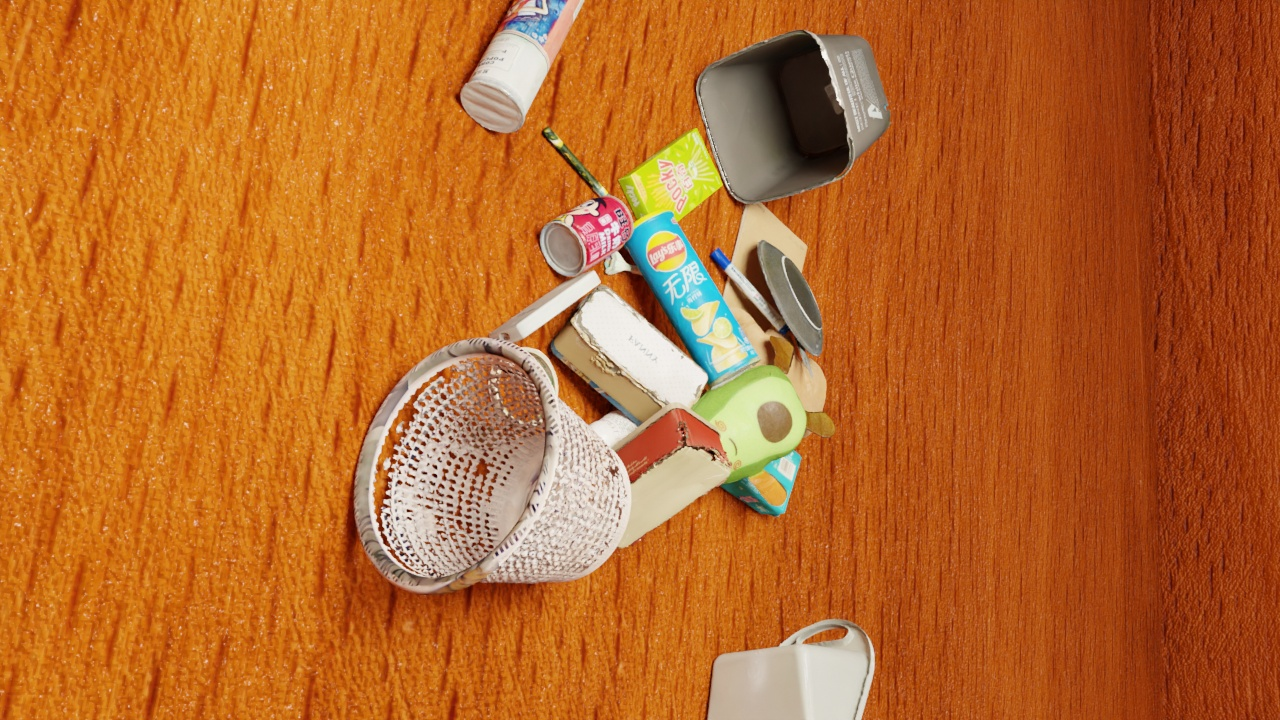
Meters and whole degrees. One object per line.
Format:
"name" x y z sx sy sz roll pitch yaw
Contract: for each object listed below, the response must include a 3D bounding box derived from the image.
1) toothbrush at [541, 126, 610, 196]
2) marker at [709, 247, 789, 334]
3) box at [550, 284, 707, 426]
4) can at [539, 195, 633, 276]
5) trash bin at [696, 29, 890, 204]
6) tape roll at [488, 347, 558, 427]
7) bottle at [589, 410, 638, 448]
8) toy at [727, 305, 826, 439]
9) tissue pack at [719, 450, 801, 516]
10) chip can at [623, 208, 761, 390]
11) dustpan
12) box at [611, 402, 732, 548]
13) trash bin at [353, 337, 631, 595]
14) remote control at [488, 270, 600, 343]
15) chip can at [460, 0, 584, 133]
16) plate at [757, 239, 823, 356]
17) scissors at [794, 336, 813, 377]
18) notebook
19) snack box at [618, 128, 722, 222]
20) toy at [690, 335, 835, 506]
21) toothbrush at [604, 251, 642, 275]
"toothbrush" -0.054 -0.204 1.083 0.186 0.012 0.017 45 66 -32
"marker" 0.147 -0.092 1.227 0.146 0.017 0.016 48 49 3
"box" -0.006 0.006 1.023 0.184 0.061 0.089 44 45 -7
"can" -0.059 -0.142 1.031 0.093 0.067 0.066 -37 111 -41
"trash bin" 0.228 -0.348 1.269 0.219 0.199 0.199 -33 109 -49
"tape roll" -0.124 0.029 0.981 0.085 0.014 0.085 8 79 -45
"bottle" -0.025 0.088 1.039 0.108 0.063 0.063 -1 86 -46
"toy" 0.176 0.018 1.242 0.226 0.083 0.143 42 47 -35
"tissue pack" 0.154 0.142 1.224 0.133 0.050 0.093 38 61 -35
"chip can" 0.057 -0.072 1.073 0.071 0.071 0.210 -21 78 -45
"dustpan" 0.187 0.435 1.108 0.142 0.223 0.257 19 60 -30
"box" 0.011 0.133 0.986 0.091 0.169 0.080 35 26 -37
"trash bin" -0.117 0.117 0.855 0.192 0.228 0.227 35 61 -52
"remote control" -0.100 -0.056 0.985 0.134 0.056 0.019 -41 108 -41
"chip can" -0.119 -0.349 0.993 0.071 0.071 0.214 41 58 -35
"plate" 0.214 -0.090 1.263 0.179 0.024 0.179 49 26 -34
"scissors" 0.207 -0.045 1.254 0.146 0.014 0.171 61 19 1
"notebook" 0.176 -0.110 1.307 0.149 0.012 0.211 33 63 -38
"snack box" 0.041 -0.227 1.173 0.156 0.026 0.086 -43 114 -39
"toy" 0.131 0.077 1.130 0.246 0.090 0.227 -30 96 -26
"toothbrush" 0.027 -0.106 1.150 0.189 0.020 0.029 9 103 -46
